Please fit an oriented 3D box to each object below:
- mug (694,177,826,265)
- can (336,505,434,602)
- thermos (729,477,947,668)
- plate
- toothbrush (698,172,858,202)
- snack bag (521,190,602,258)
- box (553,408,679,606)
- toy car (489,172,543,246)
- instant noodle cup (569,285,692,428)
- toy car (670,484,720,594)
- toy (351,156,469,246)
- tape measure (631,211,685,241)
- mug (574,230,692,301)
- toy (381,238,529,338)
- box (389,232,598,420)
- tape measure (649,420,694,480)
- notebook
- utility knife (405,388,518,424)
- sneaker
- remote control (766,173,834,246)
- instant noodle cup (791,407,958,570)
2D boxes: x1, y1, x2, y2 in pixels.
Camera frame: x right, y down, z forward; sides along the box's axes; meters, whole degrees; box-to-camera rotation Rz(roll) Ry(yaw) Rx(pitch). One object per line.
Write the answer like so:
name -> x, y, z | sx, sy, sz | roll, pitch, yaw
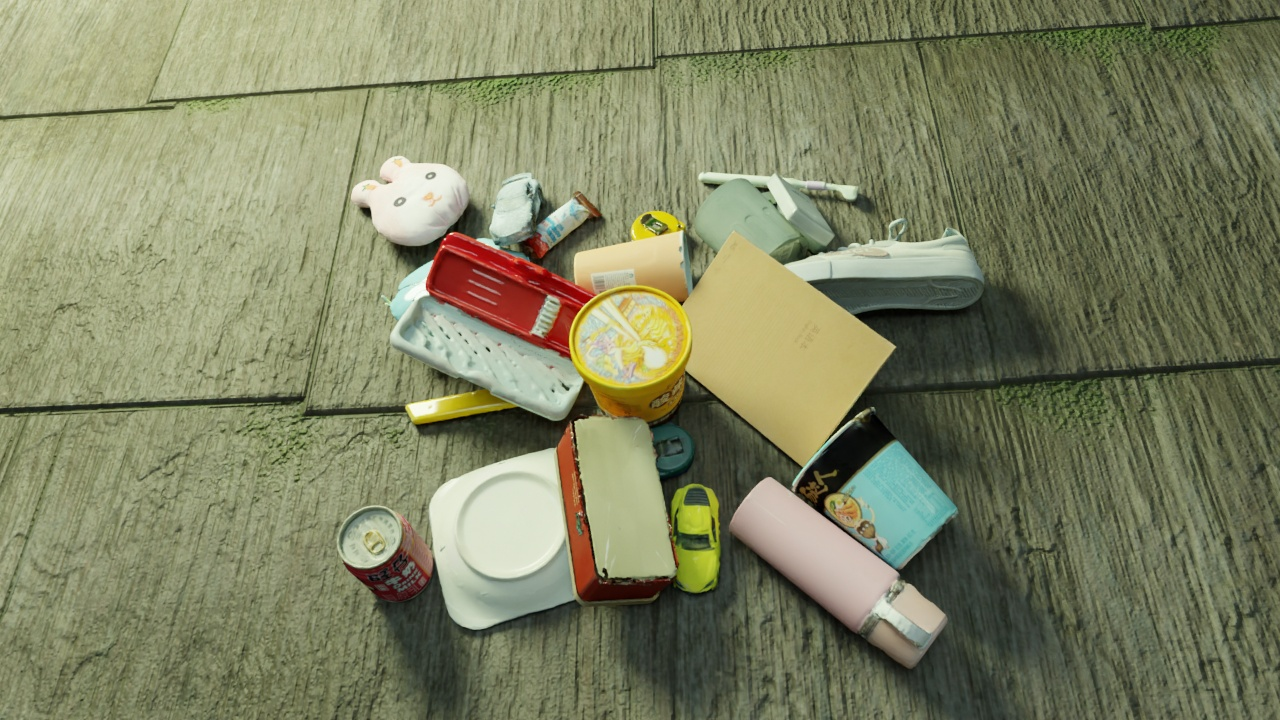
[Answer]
mug -> 0.138, -0.143, 1.025 | 0.123, 0.084, 0.103 | -19, 56, -35
can -> -0.236, 0.180, 0.852 | 0.066, 0.094, 0.066 | -3, 58, 4
thermos -> 0.171, 0.186, 0.811 | 0.198, 0.087, 0.067 | 38, 89, 26
plate -> -0.122, 0.164, 0.886 | 0.163, 0.034, 0.164 | -17, 59, -5
toothbrush -> 0.162, -0.208, 1.091 | 0.190, 0.020, 0.029 | 9, 33, 12
snack bag -> -0.097, -0.160, 1.085 | 0.104, 0.026, 0.048 | -38, 70, -16
box -> -0.020, 0.133, 0.852 | 0.091, 0.078, 0.168 | 3, 56, -23
toy car -> -0.147, -0.178, 1.078 | 0.054, 0.037, 0.120 | -13, 41, 12
instant noodle cup -> -0.005, 0.005, 0.922 | 0.118, 0.115, 0.118 | -2, 58, 4
toy car -> 0.052, 0.167, 0.866 | 0.048, 0.032, 0.105 | -1, 60, 5
toy -> -0.283, -0.198, 1.115 | 0.159, 0.054, 0.121 | 29, 65, 30
tape measure -> 0.018, -0.148, 1.063 | 0.057, 0.029, 0.060 | 35, 68, 24
mug -> -0.008, -0.096, 1.011 | 0.123, 0.078, 0.078 | -7, 58, 8
toy -> -0.209, -0.079, 1.034 | 0.156, 0.050, 0.161 | 2, 54, 5
box -> -0.143, -0.035, 0.969 | 0.201, 0.065, 0.159 | 24, 73, 0
tape measure -> 0.027, 0.090, 0.920 | 0.054, 0.025, 0.058 | -17, 59, -3
notebook -> 0.130, -0.015, 0.932 | 0.211, 0.012, 0.150 | 40, 105, 25
utility knife -> -0.174, 0.044, 0.975 | 0.154, 0.015, 0.033 | -10, 52, 1
sneaker -> 0.234, -0.100, 0.976 | 0.242, 0.090, 0.090 | -4, 57, 3
remote control -> 0.175, -0.167, 1.012 | 0.056, 0.019, 0.135 | 31, 22, -18
instant noodle cup -> 0.219, 0.122, 0.838 | 0.111, 0.111, 0.120 | -38, 68, -16
